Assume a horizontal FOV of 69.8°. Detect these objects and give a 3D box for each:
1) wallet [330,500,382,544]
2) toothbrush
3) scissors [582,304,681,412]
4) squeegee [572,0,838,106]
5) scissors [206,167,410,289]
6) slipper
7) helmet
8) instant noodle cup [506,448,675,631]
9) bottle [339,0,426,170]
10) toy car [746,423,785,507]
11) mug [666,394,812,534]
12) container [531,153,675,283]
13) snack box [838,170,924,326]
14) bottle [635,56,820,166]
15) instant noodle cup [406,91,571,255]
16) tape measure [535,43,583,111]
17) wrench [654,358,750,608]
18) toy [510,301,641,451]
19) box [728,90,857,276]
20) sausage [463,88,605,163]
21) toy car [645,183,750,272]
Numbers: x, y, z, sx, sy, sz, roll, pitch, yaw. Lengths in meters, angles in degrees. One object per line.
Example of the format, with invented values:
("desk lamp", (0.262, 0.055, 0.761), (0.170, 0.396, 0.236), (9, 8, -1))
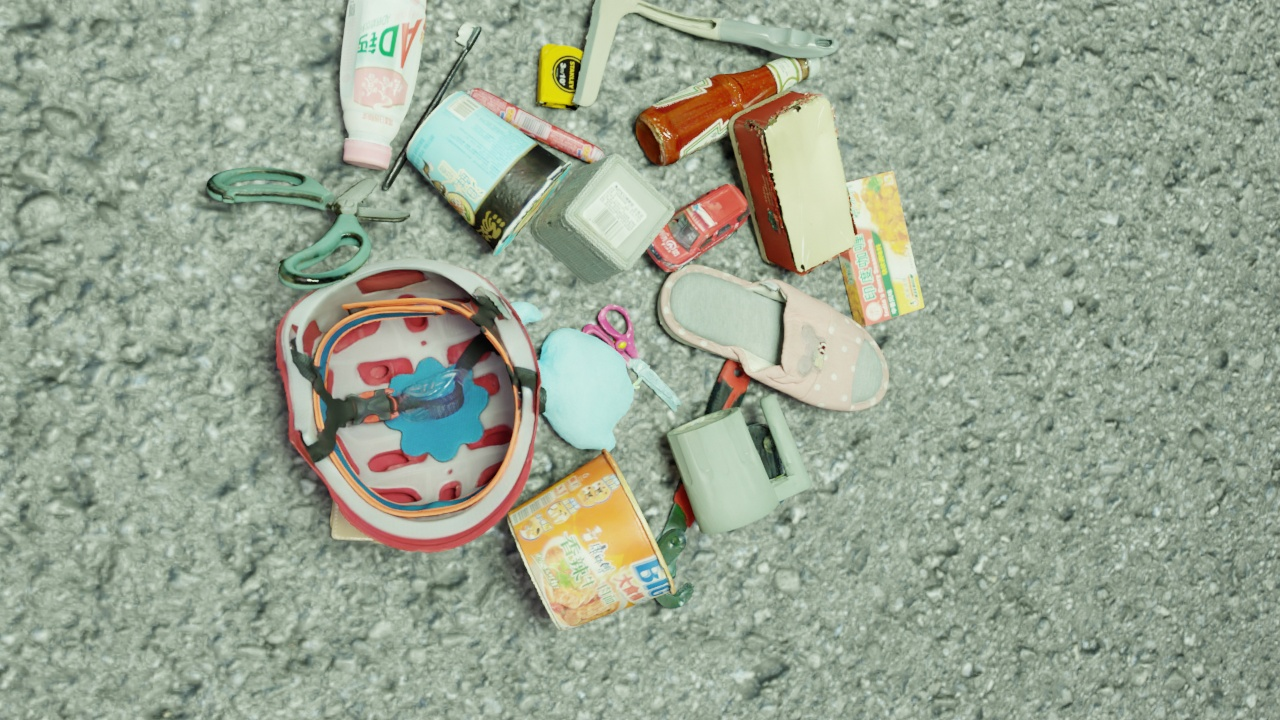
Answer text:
("wallet", (-0.225, 0.130, 0.853), (0.115, 0.024, 0.087), (8, 84, -20))
("toothbrush", (-0.196, -0.237, 0.853), (0.018, 0.016, 0.181), (27, 83, -11))
("scissors", (-0.006, 0.007, 0.927), (0.063, 0.017, 0.135), (-44, 108, -12))
("squeegee", (0.075, -0.335, 0.912), (0.246, 0.039, 0.246), (11, 79, -6))
("scissors", (-0.290, -0.118, 0.770), (0.170, 0.173, 0.019), (12, 131, -1))
("slipper", (0.147, -0.025, 0.946), (0.274, 0.054, 0.114), (23, 74, -15))
("helmet", (-0.183, 0.037, 0.792), (0.207, 0.144, 0.240), (-15, 87, -2))
("instant noodle cup", (-0.050, 0.172, 0.853), (0.111, 0.151, 0.151), (-25, 100, -8))
("bottle", (-0.231, -0.271, 0.815), (0.068, 0.068, 0.197), (9, 93, -19))
("toy car", (0.130, 0.109, 0.962), (0.034, 0.043, 0.090), (-20, 102, -44))
("mug", (0.097, 0.100, 0.909), (0.123, 0.084, 0.103), (-22, 93, -13))
("container", (-0.034, -0.132, 0.858), (0.090, 0.114, 0.090), (40, 79, -16))
("snack box", (0.255, -0.122, 1.002), (0.077, 0.027, 0.156), (-17, 97, -16))
("bottle", (0.093, -0.263, 0.927), (0.205, 0.060, 0.060), (-30, 101, -16))
("instant noodle cup", (-0.143, -0.175, 0.833), (0.120, 0.111, 0.111), (39, 80, -7))
("tape measure", (-0.073, -0.272, 0.886), (0.057, 0.029, 0.060), (2, 91, -18))
("wrench", (0.062, 0.122, 0.951), (0.056, 0.016, 0.273), (19, 86, -18))
("toy", (-0.077, 0.017, 0.884), (0.156, 0.050, 0.161), (-13, 94, -7))
("box", (0.160, -0.176, 0.915), (0.091, 0.079, 0.168), (-29, 120, -16))
("sausage", (-0.099, -0.223, 0.884), (0.155, 0.020, 0.020), (23, 84, -18))
("toy car", (0.057, -0.135, 0.916), (0.120, 0.045, 0.053), (-37, 83, -22))
